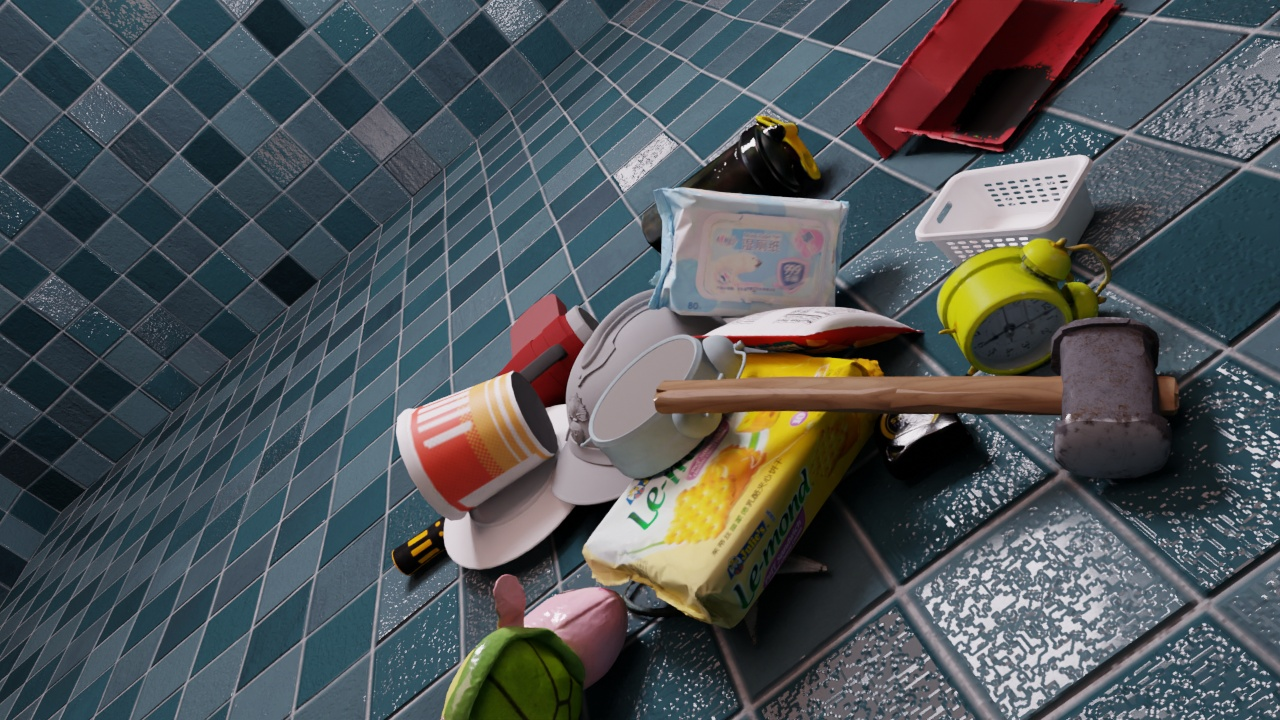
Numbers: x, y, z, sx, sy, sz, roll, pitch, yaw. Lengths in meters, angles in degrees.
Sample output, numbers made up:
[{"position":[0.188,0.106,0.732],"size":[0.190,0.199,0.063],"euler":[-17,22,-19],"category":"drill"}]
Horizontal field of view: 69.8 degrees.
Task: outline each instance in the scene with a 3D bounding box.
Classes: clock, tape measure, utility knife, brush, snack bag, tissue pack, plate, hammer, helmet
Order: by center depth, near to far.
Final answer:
[{"position":[0.165,0.023,0.606],"size":[0.329,0.052,0.097],"euler":[0,45,23],"category":"hammer"},{"position":[0.268,-0.041,0.645],"size":[0.119,0.083,0.057],"euler":[-35,33,23],"category":"clock"},{"position":[0.200,0.051,0.657],"size":[0.062,0.034,0.061],"euler":[-32,31,19],"category":"tape measure"},{"position":[0.077,0.089,0.700],"size":[0.246,0.068,0.160],"euler":[-50,24,-19],"category":"snack bag"},{"position":[0.023,0.032,0.740],"size":[0.160,0.045,0.122],"euler":[-24,29,44],"category":"clock"},{"position":[0.138,-0.025,0.769],"size":[0.131,0.143,0.039],"euler":[2,94,55],"category":"snack bag"},{"position":[0.097,-0.096,0.837],"size":[0.070,0.181,0.112],"euler":[-131,45,-68],"category":"tissue pack"},{"position":[-0.005,0.006,0.880],"size":[0.270,0.118,0.184],"euler":[-43,30,-21],"category":"helmet"},{"position":[0.046,-0.084,0.960],"size":[0.030,0.019,0.224],"euler":[-51,-8,13],"category":"utility knife"},{"position":[-0.130,0.125,0.964],"size":[0.209,0.015,0.208],"euler":[-28,34,20],"category":"plate"},{"position":[-0.146,0.140,1.012],"size":[0.321,0.036,0.123],"euler":[-35,28,12],"category":"hammer"},{"position":[-0.125,-0.023,1.208],"size":[0.082,0.042,0.173],"euler":[-38,27,10],"category":"brush"}]

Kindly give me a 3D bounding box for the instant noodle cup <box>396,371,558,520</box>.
[{"position":[-0.159,0.080,0.930],"size":[0.121,0.123,0.123],"euler":[-27,29,8],"category":"instant noodle cup"}]

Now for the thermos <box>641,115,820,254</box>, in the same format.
[{"position":[0.102,-0.204,1.105],"size":[0.221,0.098,0.097],"euler":[-28,30,36],"category":"thermos"}]

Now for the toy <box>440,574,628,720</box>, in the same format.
[{"position":[-0.086,0.244,0.653],"size":[0.088,0.190,0.237],"euler":[9,22,25],"category":"toy"}]

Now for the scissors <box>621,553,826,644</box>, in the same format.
[{"position":[0.076,0.136,0.728],"size":[0.202,0.015,0.203],"euler":[-14,37,45],"category":"scissors"}]

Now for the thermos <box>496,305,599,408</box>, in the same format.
[{"position":[-0.127,0.027,1.074],"size":[0.199,0.084,0.108],"euler":[-41,-10,10],"category":"thermos"}]

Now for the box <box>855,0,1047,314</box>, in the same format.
[{"position":[0.370,-0.246,1.078],"size":[0.171,0.479,0.214],"euler":[29,73,38],"category":"box"}]

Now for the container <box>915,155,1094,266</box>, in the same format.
[{"position":[0.300,-0.115,0.744],"size":[0.080,0.049,0.129],"euler":[-53,28,-19],"category":"container"}]
